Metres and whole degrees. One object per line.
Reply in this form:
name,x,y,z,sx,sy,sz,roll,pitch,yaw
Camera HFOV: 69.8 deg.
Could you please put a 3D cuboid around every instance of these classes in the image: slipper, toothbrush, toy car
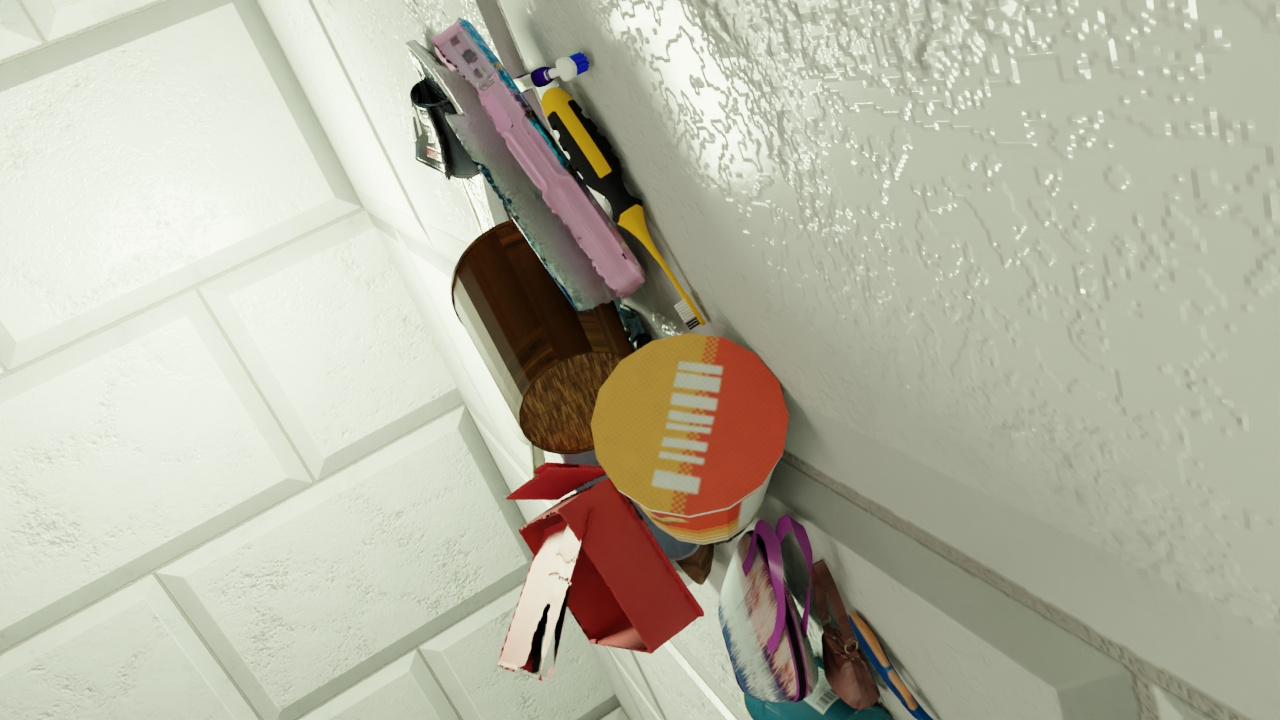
slipper,-0.210,-0.219,1.020,0.111,0.063,0.264,42,159,50
toothbrush,0.185,0.234,0.638,0.135,0.017,0.022,53,161,26
toothbrush,-0.010,-0.107,0.641,0.196,0.031,0.031,56,177,0
toothbrush,-0.072,-0.209,0.676,0.015,0.016,0.187,66,166,-19
toy car,-0.005,0.005,0.819,0.060,0.027,0.108,36,151,58

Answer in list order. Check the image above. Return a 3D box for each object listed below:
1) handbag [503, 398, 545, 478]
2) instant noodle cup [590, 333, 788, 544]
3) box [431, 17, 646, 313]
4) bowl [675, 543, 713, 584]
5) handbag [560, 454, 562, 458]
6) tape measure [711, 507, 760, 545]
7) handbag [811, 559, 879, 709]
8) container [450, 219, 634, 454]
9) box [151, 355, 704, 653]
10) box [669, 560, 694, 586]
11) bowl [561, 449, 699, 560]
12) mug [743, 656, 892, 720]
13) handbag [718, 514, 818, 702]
handbag,-0.133,0.070,1.118,0.151,0.074,0.175,111,160,-72
instant noodle cup,0.038,0.065,0.635,0.123,0.123,0.121,53,171,27
box,-0.083,-0.138,0.690,0.230,0.063,0.084,55,-178,2
bowl,0.045,0.172,0.952,0.119,0.032,0.119,54,164,24
handbag,-0.030,0.052,0.925,0.153,0.115,0.125,53,-171,15
tape measure,0.068,0.112,0.711,0.036,0.065,0.059,34,157,45
handbag,0.148,0.202,0.694,0.055,0.029,0.120,-143,33,-66
container,-0.071,-0.017,0.741,0.167,0.132,0.132,-120,11,-46
box,-0.155,0.111,0.752,0.425,0.127,0.213,28,160,-8
box,-0.004,0.237,1.043,0.102,0.102,0.108,54,-169,26
bowl,0.011,0.091,0.797,0.151,0.074,0.151,26,137,27
mug,0.149,0.291,0.760,0.078,0.078,0.121,65,160,-14
handbag,0.103,0.180,0.706,0.170,0.068,0.144,88,169,-48
